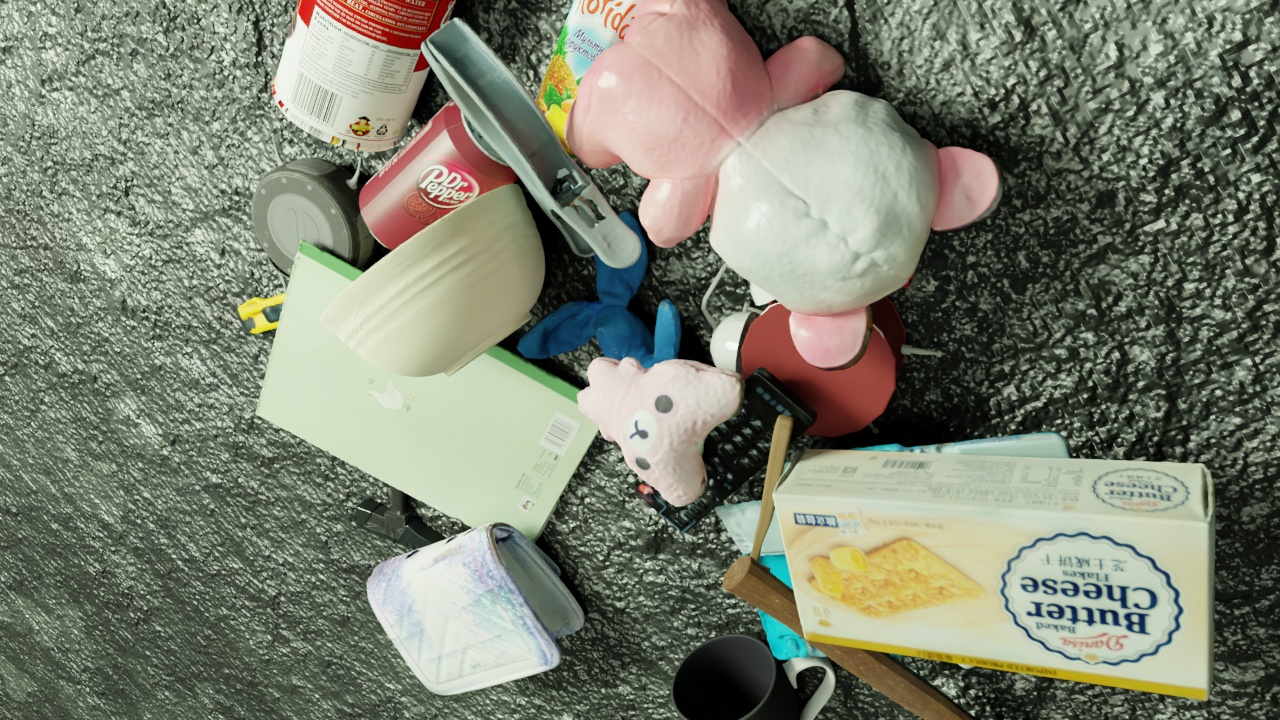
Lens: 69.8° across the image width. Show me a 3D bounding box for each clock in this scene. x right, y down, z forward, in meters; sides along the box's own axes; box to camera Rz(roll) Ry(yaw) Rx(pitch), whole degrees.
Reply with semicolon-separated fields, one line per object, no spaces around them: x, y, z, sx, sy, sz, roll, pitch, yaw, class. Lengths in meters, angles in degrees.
-0.237;-0.098;0.677;0.091;0.043;0.123;17;123;13;clock
0.102;-0.011;0.557;0.137;0.048;0.096;34;124;6;clock

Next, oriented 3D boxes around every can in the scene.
-0.170;-0.202;0.567;0.086;0.086;0.117;37;124;4;can
-0.131;-0.119;0.604;0.114;0.063;0.063;-31;99;34;can

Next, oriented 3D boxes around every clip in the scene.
-0.057;-0.115;0.510;0.028;0.107;0.163;-42;116;-6;clip

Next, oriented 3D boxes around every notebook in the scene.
-0.166;0.038;0.705;0.252;0.010;0.182;28;126;-2;notebook

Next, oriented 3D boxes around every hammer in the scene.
0.190;0.225;0.606;0.323;0.033;0.116;35;131;-10;hammer
-0.188;0.019;0.733;0.095;0.015;0.326;17;120;16;hammer

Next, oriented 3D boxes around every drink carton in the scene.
-0.028;-0.179;0.540;0.044;0.038;0.129;34;126;6;drink carton

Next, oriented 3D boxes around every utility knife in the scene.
-0.271;-0.048;0.739;0.163;0.017;0.030;-14;117;27;utility knife

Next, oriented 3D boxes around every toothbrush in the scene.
0.080;0.096;0.569;0.016;0.016;0.167;13;132;12;toothbrush

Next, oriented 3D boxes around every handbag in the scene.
-0.139;0.202;0.767;0.159;0.069;0.126;-24;103;32;handbag

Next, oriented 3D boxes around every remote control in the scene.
0.052;0.058;0.580;0.047;0.022;0.151;41;133;0;remote control

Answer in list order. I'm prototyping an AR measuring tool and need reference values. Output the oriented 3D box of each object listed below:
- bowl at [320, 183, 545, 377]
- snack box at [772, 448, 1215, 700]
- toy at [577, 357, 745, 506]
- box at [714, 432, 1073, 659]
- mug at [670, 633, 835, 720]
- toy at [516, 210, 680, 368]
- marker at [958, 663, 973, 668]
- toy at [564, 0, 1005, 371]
-0.117;-0.039;0.585;0.151;0.150;0.075;-31;97;34;bowl
0.183;0.107;0.489;0.208;0.057;0.104;-1;115;31;snack box
0.007;0.032;0.548;0.096;0.052;0.099;26;121;9;toy
0.168;0.118;0.588;0.227;0.056;0.185;-10;118;29;box
0.094;0.264;0.691;0.119;0.084;0.100;-25;118;3;mug
-0.004;0.004;0.606;0.113;0.070;0.176;-33;98;23;toy
0.232;0.140;0.530;0.027;0.023;0.133;30;129;-13;marker
0.067;-0.104;0.487;0.213;0.084;0.142;42;101;6;toy
